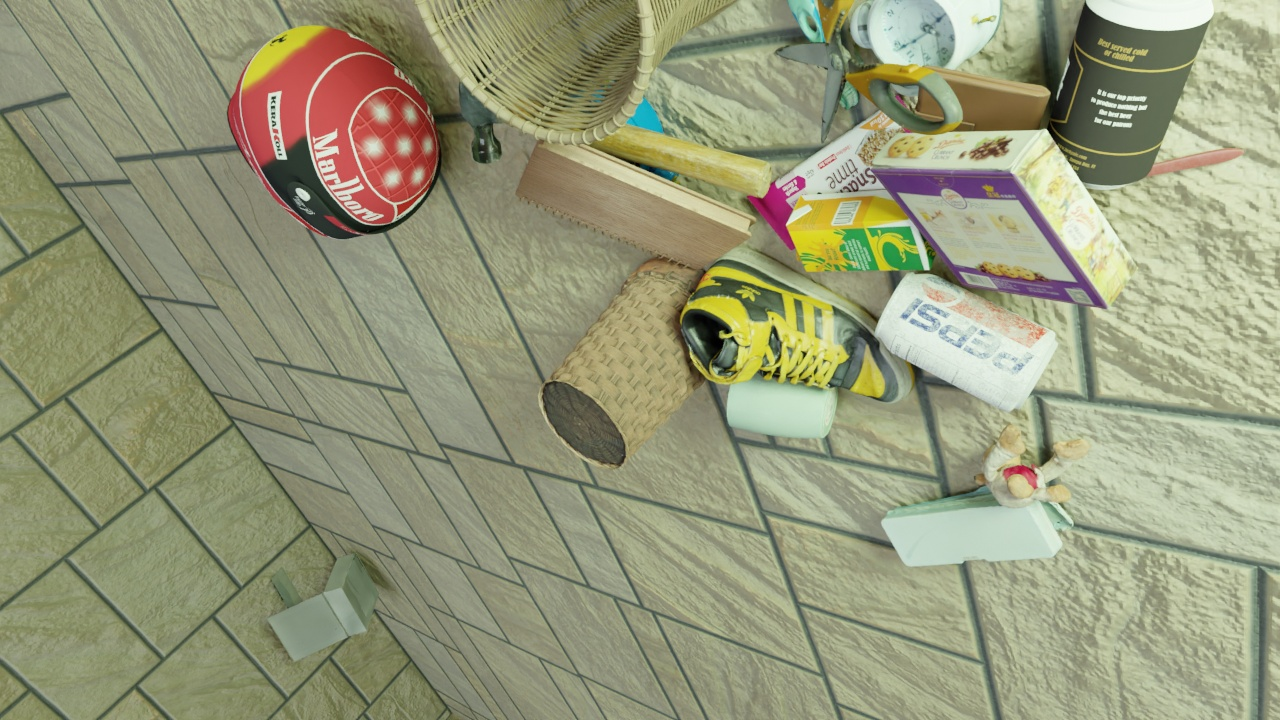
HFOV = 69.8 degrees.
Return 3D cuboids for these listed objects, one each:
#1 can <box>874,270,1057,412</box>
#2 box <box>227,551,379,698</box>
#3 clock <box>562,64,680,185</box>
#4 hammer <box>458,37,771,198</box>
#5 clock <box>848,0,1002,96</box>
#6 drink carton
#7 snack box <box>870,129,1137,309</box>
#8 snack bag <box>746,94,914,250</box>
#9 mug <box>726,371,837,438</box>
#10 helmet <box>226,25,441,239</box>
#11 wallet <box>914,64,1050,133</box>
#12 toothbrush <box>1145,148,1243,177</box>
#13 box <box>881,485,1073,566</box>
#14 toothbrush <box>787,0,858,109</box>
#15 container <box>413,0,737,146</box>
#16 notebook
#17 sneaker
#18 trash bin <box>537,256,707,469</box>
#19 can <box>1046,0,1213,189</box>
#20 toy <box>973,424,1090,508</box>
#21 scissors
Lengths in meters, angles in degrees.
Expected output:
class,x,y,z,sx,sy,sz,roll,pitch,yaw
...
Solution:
class,x,y,z,sx,sy,sz,roll,pitch,yaw
can,0.282,-0.019,0.799,0.136,0.078,0.078,30,144,19
box,-0.884,0.722,2.511,0.150,0.411,0.167,3,123,40
clock,-0.023,-0.207,0.926,0.117,0.060,0.161,-13,119,50
hammer,-0.034,-0.211,0.855,0.331,0.033,0.132,21,137,23
clock,0.201,-0.239,0.662,0.083,0.057,0.118,47,153,-6
drink carton,0.192,-0.113,0.802,0.123,0.041,0.058,3,141,36
snack box,0.264,-0.106,0.679,0.148,0.040,0.143,42,172,-28
snack bag,0.175,-0.159,0.812,0.070,0.016,0.197,48,146,-10
mug,0.160,0.047,1.008,0.104,0.084,0.111,12,165,21
helmet,-0.346,-0.256,1.086,0.225,0.197,0.271,18,147,33
wallet,0.245,-0.172,0.673,0.087,0.013,0.121,18,168,18
toothbrush,0.336,-0.133,0.675,0.185,0.015,0.015,-4,131,46
box,0.346,0.176,0.971,0.085,0.070,0.199,32,151,-18
toothbrush,0.141,-0.262,0.733,0.022,0.017,0.135,-4,125,52
container,-0.032,-0.311,0.697,0.227,0.195,0.227,27,143,23
notebook,-0.012,-0.149,0.898,0.210,0.022,0.169,21,169,-12
sneaker,0.147,-0.011,0.910,0.238,0.121,0.086,34,147,15
trash bin,-0.006,0.005,1.006,0.151,0.209,0.151,28,144,23
can,0.312,-0.180,0.596,0.072,0.071,0.129,25,142,26
toy,0.363,0.103,0.873,0.085,0.074,0.106,-1,168,-9
scissors,0.158,-0.221,0.670,0.226,0.016,0.225,55,168,28
